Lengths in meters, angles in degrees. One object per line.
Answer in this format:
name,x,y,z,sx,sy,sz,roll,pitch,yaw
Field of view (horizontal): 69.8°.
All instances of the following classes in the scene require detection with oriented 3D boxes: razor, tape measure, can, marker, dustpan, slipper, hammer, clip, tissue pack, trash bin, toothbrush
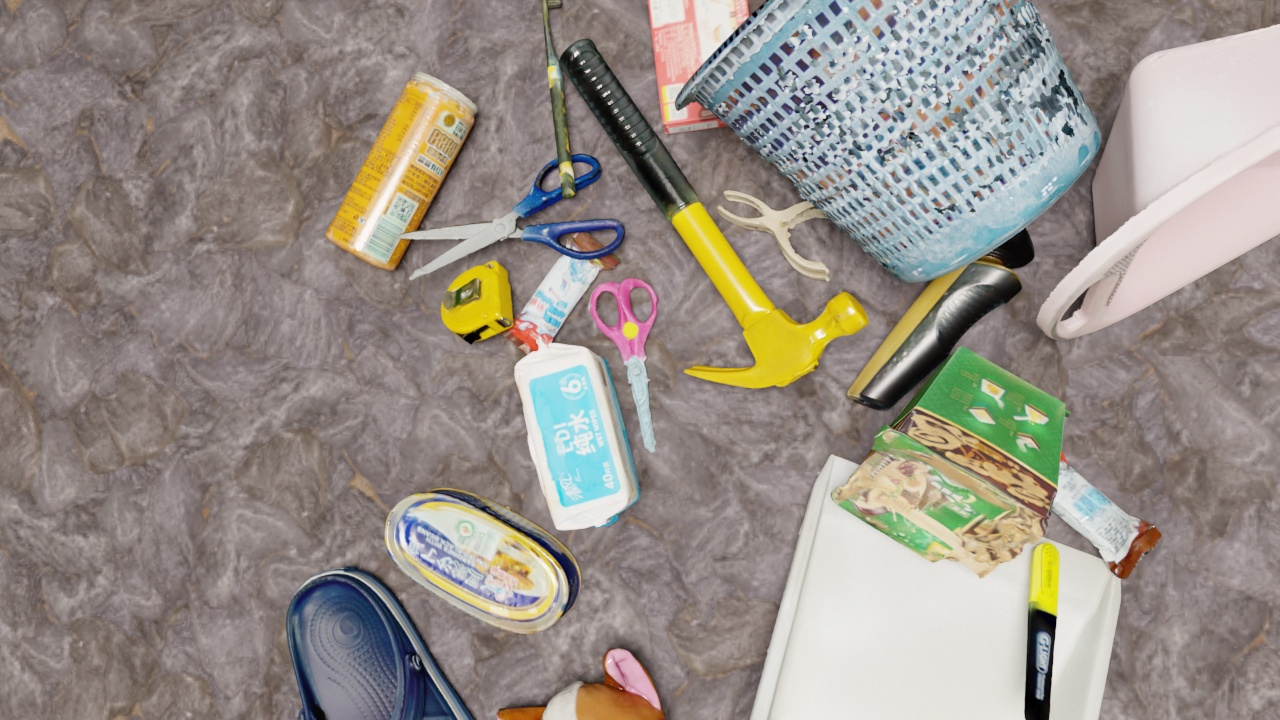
razor,0.211,-0.032,0.658,0.167,0.062,0.067,-50,51,6
tape measure,-0.125,-0.044,0.695,0.057,0.029,0.060,-23,55,20
can,-0.183,-0.144,0.707,0.058,0.058,0.146,28,89,8
marker,0.266,0.179,0.607,0.018,0.015,0.123,14,61,7
dustpan,0.185,0.222,0.591,0.223,0.142,0.257,21,89,8
dustpan,0.383,-0.097,0.561,0.274,0.222,0.138,-5,72,19
slipper,-0.183,0.268,0.656,0.105,0.095,0.252,-27,79,6
hammer,0.031,-0.110,0.673,0.129,0.032,0.300,-37,80,22
clip,0.107,-0.088,0.679,0.102,0.035,0.094,-1,84,11
tissue pack,-0.045,0.053,0.657,0.063,0.090,0.140,-16,84,5
can,-0.116,0.146,0.678,0.148,0.049,0.074,27,89,8
trash bin,0.167,-0.166,0.581,0.226,0.226,0.195,-41,97,2
toothbrush,-0.062,-0.212,0.709,0.017,0.012,0.185,-6,76,-5

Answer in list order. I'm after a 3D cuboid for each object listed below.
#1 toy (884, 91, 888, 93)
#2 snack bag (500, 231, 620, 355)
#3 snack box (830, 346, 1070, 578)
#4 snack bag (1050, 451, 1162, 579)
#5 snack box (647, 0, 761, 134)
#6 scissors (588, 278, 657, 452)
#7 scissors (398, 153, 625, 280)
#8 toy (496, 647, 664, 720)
toy,0.206,-0.223,0.680,0.100,0.031,0.096,3,89,11
snack bag,-0.063,-0.050,0.700,0.048,0.026,0.104,39,91,4
snack box,0.212,0.061,0.613,0.117,0.118,0.105,31,60,8
snack bag,0.311,0.103,0.641,0.105,0.026,0.045,42,82,8
snack box,0.046,-0.255,0.704,0.075,0.025,0.153,-7,85,5
scissors,-0.004,0.004,0.694,0.054,0.017,0.133,-10,87,-10
scissors,-0.094,-0.109,0.694,0.166,0.012,0.155,16,68,6
toy,-0.014,0.307,0.623,0.140,0.130,0.199,-28,73,9
